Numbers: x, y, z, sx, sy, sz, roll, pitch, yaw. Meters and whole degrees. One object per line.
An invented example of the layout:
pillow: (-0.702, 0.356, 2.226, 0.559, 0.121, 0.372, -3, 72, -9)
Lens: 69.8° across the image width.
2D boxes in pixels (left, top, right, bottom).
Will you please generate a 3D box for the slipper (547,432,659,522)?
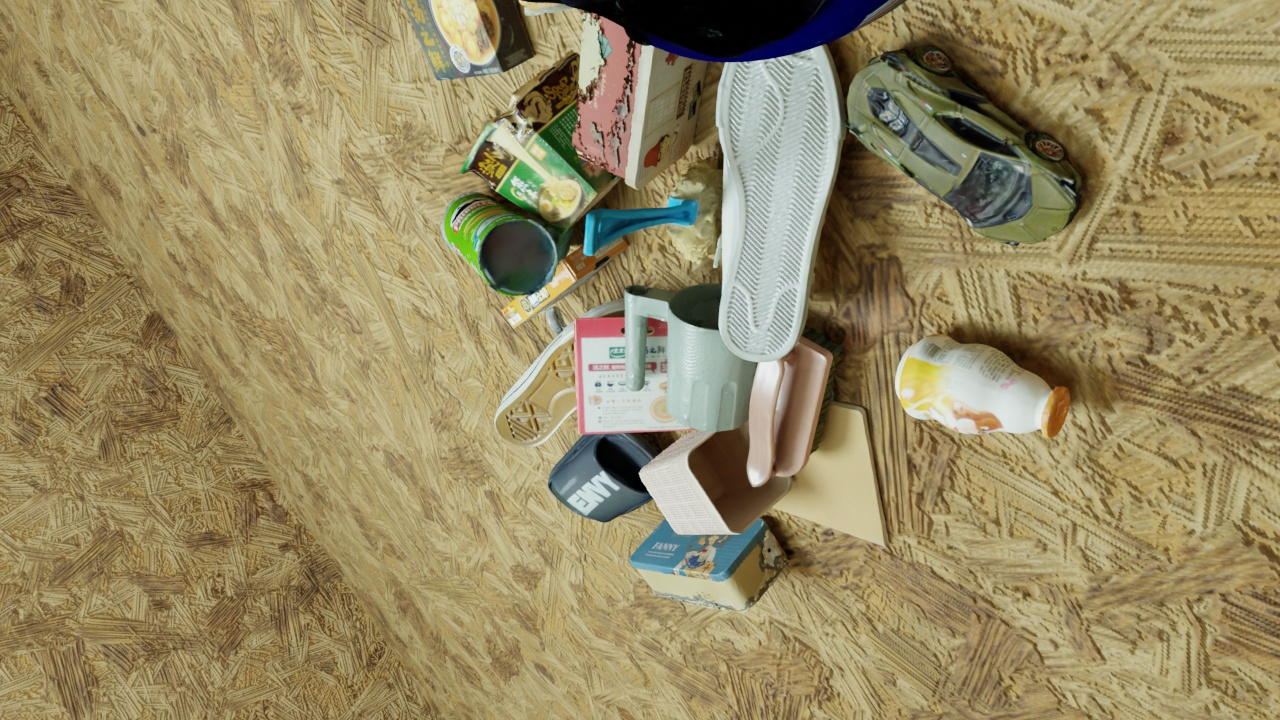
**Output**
slipper: (-0.052, 0.152, 1.066, 0.110, 0.083, 0.269, 40, 150, -6)

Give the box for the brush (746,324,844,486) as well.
brush: (0.120, 0.041, 0.767, 0.063, 0.072, 0.146, 32, 135, 33)

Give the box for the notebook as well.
notebook: (0.132, 0.087, 0.864, 0.208, 0.008, 0.148, 13, 128, 45)

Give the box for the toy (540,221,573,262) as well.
toy: (-0.080, -0.131, 0.881, 0.030, 0.096, 0.092, 19, 121, 6)

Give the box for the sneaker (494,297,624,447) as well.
sneaker: (-0.064, 0.000, 0.952, 0.118, 0.087, 0.242, 36, 127, -20)

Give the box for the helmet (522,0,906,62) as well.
helmet: (0.036, -0.268, 0.453, 0.316, 0.247, 0.240, -1, 162, 46)

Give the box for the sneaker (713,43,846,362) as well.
sneaker: (0.100, -0.124, 0.666, 0.089, 0.090, 0.242, 6, 110, 12)

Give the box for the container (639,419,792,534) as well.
container: (0.066, 0.113, 0.880, 0.090, 0.089, 0.111, 57, 150, -4)

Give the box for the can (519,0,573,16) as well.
can: (-0.080, -0.344, 0.698, 0.058, 0.058, 0.146, 18, 133, 42)

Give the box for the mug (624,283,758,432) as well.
mug: (0.044, -0.007, 0.794, 0.124, 0.083, 0.103, 12, 123, 17)

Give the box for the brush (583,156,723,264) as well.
brush: (0.016, -0.101, 0.649, 0.046, 0.254, 0.083, 13, 107, 21)

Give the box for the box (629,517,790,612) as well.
box: (0.067, 0.212, 0.982, 0.185, 0.089, 0.059, -8, 119, 52)

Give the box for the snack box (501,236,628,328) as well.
snack box: (-0.078, -0.080, 0.913, 0.026, 0.075, 0.154, 56, 147, -4)

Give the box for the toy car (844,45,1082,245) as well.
toy car: (0.196, -0.130, 0.564, 0.158, 0.042, 0.070, 41, 145, 15)

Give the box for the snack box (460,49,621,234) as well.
snack box: (-0.068, -0.179, 0.791, 0.105, 0.118, 0.118, 46, 147, -6)

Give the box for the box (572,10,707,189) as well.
box: (-0.004, -0.223, 0.676, 0.080, 0.091, 0.169, 31, 141, 19)

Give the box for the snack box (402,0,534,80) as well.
snack box: (-0.163, -0.325, 0.831, 0.113, 0.053, 0.126, 12, 134, 46)

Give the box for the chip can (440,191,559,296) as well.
chip can: (-0.141, -0.117, 0.885, 0.236, 0.072, 0.072, 38, 151, 65)

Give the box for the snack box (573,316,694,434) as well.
snack box: (-0.005, 0.005, 0.861, 0.044, 0.113, 0.127, -97, 6, -60)

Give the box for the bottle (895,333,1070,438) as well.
bottle: (0.233, 0.021, 0.629, 0.108, 0.063, 0.063, 19, 133, 41)
